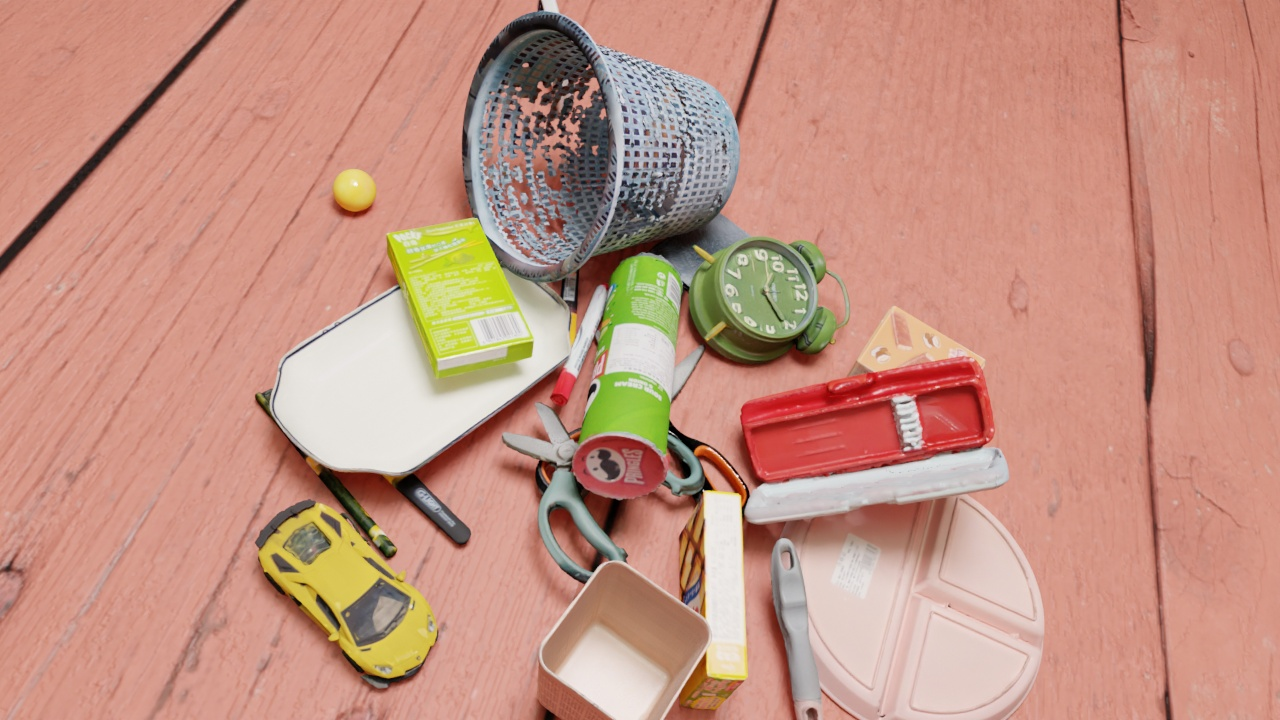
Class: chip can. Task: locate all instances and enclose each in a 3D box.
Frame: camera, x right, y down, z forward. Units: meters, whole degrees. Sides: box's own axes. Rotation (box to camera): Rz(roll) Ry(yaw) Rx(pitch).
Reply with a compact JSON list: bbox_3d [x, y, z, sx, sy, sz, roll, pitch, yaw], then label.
[{"bbox_3d":[-0.005,0.004,0.766,0.072,0.072,0.235,11,41,-3],"label":"chip can"}]

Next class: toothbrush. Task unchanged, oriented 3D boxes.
[{"bbox_3d":[-0.252,0.087,0.737,0.186,0.012,0.017,44,49,18],"label":"toothbrush"}]

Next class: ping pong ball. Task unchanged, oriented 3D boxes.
[{"bbox_3d":[-0.275,-0.164,0.882,0.040,0.040,0.040,5,56,-7],"label":"ping pong ball"}]

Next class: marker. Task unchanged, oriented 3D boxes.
[{"bbox_3d":[-0.052,-0.018,0.826,0.017,0.017,0.144,18,49,1],"label":"marker"},{"bbox_3d":[-0.181,0.104,0.736,0.124,0.015,0.018,39,57,16],"label":"marker"},{"bbox_3d":[-0.068,-0.055,0.865,0.018,0.015,0.123,5,53,-5],"label":"marker"}]

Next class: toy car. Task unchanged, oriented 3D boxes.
[{"bbox_3d":[-0.213,0.167,0.673,0.156,0.041,0.071,40,59,15],"label":"toy car"}]

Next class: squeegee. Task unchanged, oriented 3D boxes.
[{"bbox_3d":[0.125,0.255,0.670,0.247,0.040,0.249,-5,67,-5],"label":"squeegee"}]

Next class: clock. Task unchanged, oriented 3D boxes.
[{"bbox_3d":[0.124,-0.059,0.861,0.161,0.056,0.116,0,73,-20],"label":"clock"}]

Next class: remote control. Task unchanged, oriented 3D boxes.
[{"bbox_3d":[-0.096,-0.347,1.027,0.021,0.058,0.149,-7,58,-14],"label":"remote control"}]

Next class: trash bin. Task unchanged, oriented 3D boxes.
[{"bbox_3d":[-0.023,-0.190,0.847,0.194,0.227,0.226,-9,56,-41],"label":"trash bin"}]

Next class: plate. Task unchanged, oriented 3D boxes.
[{"bbox_3d":[-0.178,0.005,0.780,0.162,0.034,0.264,37,53,19],"label":"plate"},{"bbox_3d":[0.222,0.188,0.748,0.229,0.028,0.229,4,56,-7],"label":"plate"}]

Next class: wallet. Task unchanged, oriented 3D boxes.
[{"bbox_3d":[0.081,-0.095,0.917,0.097,0.019,0.121,-37,68,-28],"label":"wallet"}]

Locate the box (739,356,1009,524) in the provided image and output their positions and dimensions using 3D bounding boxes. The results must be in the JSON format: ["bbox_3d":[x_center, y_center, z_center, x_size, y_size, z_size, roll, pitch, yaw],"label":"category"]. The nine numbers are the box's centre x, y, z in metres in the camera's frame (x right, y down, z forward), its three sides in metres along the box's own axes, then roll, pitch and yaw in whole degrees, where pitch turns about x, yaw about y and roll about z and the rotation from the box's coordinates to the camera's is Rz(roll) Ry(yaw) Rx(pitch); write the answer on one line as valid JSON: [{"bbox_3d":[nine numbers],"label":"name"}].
[{"bbox_3d":[0.177,0.065,0.727,0.202,0.100,0.102,-13,93,19],"label":"box"}]

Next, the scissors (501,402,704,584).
[{"bbox_3d":[-0.035,0.108,0.727,0.170,0.019,0.180,15,52,-5],"label":"scissors"}]

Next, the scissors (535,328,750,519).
[{"bbox_3d":[0.002,0.062,0.797,0.220,0.022,0.233,-26,64,-30],"label":"scissors"}]

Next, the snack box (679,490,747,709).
[{"bbox_3d":[0.052,0.178,0.686,0.033,0.087,0.140,5,56,-9],"label":"snack box"}]

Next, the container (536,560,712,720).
[{"bbox_3d":[-0.017,0.212,0.636,0.090,0.111,0.089,33,57,11],"label":"container"}]

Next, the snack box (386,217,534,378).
[{"bbox_3d":[-0.158,-0.058,0.795,0.085,0.026,0.156,-14,55,-23],"label":"snack box"}]

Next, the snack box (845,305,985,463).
[{"bbox_3d":[0.233,0.025,0.818,0.094,0.093,0.076,33,57,11],"label":"snack box"}]
